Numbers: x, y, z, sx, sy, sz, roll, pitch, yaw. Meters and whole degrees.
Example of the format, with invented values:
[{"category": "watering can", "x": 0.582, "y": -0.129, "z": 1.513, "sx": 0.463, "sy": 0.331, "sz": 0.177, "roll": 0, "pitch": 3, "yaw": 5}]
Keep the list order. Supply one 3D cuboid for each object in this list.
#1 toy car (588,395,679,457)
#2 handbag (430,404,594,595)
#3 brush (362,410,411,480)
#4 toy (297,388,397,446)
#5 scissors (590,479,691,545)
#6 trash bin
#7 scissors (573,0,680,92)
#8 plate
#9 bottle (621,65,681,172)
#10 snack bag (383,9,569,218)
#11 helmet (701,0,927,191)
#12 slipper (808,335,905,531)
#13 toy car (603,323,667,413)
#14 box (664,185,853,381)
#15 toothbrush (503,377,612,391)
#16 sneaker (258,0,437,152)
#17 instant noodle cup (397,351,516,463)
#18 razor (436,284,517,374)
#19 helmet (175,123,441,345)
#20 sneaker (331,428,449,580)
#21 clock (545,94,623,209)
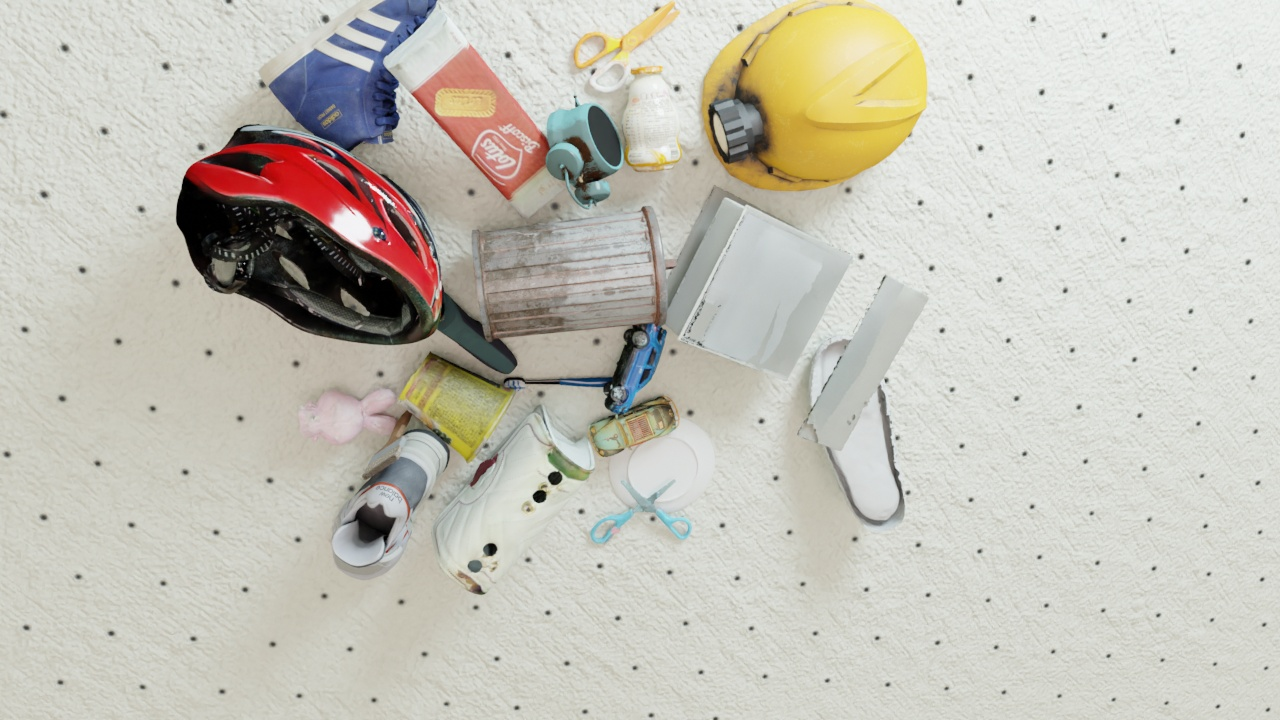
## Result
[{"category": "toy car", "x": -0.007, "y": 0.080, "z": 1.099, "sx": 0.112, "sy": 0.047, "sz": 0.047, "roll": -22, "pitch": 92, "yaw": -1}, {"category": "handbag", "x": -0.148, "y": 0.158, "z": 1.058, "sx": 0.096, "sy": 0.142, "sz": 0.198, "roll": 40, "pitch": 97, "yaw": -16}, {"category": "brush", "x": -0.270, "y": 0.084, "z": 1.011, "sx": 0.045, "sy": 0.143, "sz": 0.008, "roll": -32, "pitch": 109, "yaw": 12}, {"category": "toy", "x": -0.332, "y": 0.063, "z": 1.047, "sx": 0.110, "sy": 0.047, "sz": 0.064, "roll": -3, "pitch": 112, "yaw": -20}, {"category": "scissors", "x": 0.005, "y": 0.200, "z": 1.157, "sx": 0.135, "sy": 0.015, "sz": 0.135, "roll": -40, "pitch": 120, "yaw": 20}, {"category": "trash bin", "x": -0.068, "y": -0.093, "z": 0.994, "sx": 0.211, "sy": 0.130, "sz": 0.131, "roll": -7, "pitch": 109, "yaw": -5}, {"category": "scissors", "x": -0.007, "y": -0.338, "z": 0.983, "sx": 0.130, "sy": 0.013, "sz": 0.070, "roll": -30, "pitch": 111, "yaw": 3}, {"category": "plate", "x": 0.028, "y": 0.133, "z": 1.145, "sx": 0.134, "sy": 0.011, "sz": 0.135, "roll": -3, "pitch": 109, "yaw": -8}, {"category": "bottle", "x": 0.011, "y": -0.259, "z": 0.986, "sx": 0.063, "sy": 0.063, "sz": 0.108, "roll": -6, "pitch": 108, "yaw": -7}, {"category": "snack bag", "x": -0.157, "y": -0.241, "z": 0.934, "sx": 0.077, "sy": 0.041, "sz": 0.225, "roll": -39, "pitch": 132, "yaw": 4}, {"category": "helmet", "x": 0.204, "y": -0.279, "z": 0.974, "sx": 0.255, "sy": 0.131, "sz": 0.205, "roll": -19, "pitch": 109, "yaw": -4}, {"category": "slipper", "x": 0.271, "y": 0.087, "z": 1.134, "sx": 0.112, "sy": 0.074, "sz": 0.247, "roll": -19, "pitch": 100, "yaw": -9}, {"category": "toy car", "x": -0.006, "y": 0.006, "z": 1.066, "sx": 0.043, "sy": 0.056, "sz": 0.120, "roll": 23, "pitch": 90, "yaw": -14}, {"category": "box", "x": 0.106, "y": -0.127, "z": 1.181, "sx": 0.171, "sy": 0.403, "sz": 0.169, "roll": 23, "pitch": 102, "yaw": -16}, {"category": "toothbrush", "x": -0.078, "y": 0.027, "z": 1.091, "sx": 0.167, "sy": 0.014, "sz": 0.014, "roll": 0, "pitch": 142, "yaw": -9}, {"category": "sneaker", "x": -0.248, "y": -0.293, "z": 0.917, "sx": 0.233, "sy": 0.091, "sz": 0.118, "roll": -30, "pitch": 106, "yaw": 2}, {"category": "instant noodle cup", "x": -0.211, "y": 0.048, "z": 1.039, "sx": 0.108, "sy": 0.102, "sz": 0.102, "roll": 33, "pitch": 100, "yaw": -8}, {"category": "razor", "x": -0.196, "y": -0.033, "z": 1.040, "sx": 0.047, "sy": 0.052, "sz": 0.143, "roll": -44, "pitch": 119, "yaw": 8}, {"category": "helmet", "x": -0.315, "y": -0.116, "z": 0.914, "sx": 0.272, "sy": 0.218, "sz": 0.166, "roll": 32, "pitch": 56, "yaw": -18}, {"category": "sneaker", "x": -0.303, "y": 0.187, "z": 1.023, "sx": 0.089, "sy": 0.124, "sz": 0.240, "roll": 32, "pitch": 117, "yaw": -4}, {"category": "clock", "x": -0.059, "y": -0.214, "z": 0.959, "sx": 0.053, "sy": 0.124, "sz": 0.090, "roll": -18, "pitch": 146, "yaw": 27}]
